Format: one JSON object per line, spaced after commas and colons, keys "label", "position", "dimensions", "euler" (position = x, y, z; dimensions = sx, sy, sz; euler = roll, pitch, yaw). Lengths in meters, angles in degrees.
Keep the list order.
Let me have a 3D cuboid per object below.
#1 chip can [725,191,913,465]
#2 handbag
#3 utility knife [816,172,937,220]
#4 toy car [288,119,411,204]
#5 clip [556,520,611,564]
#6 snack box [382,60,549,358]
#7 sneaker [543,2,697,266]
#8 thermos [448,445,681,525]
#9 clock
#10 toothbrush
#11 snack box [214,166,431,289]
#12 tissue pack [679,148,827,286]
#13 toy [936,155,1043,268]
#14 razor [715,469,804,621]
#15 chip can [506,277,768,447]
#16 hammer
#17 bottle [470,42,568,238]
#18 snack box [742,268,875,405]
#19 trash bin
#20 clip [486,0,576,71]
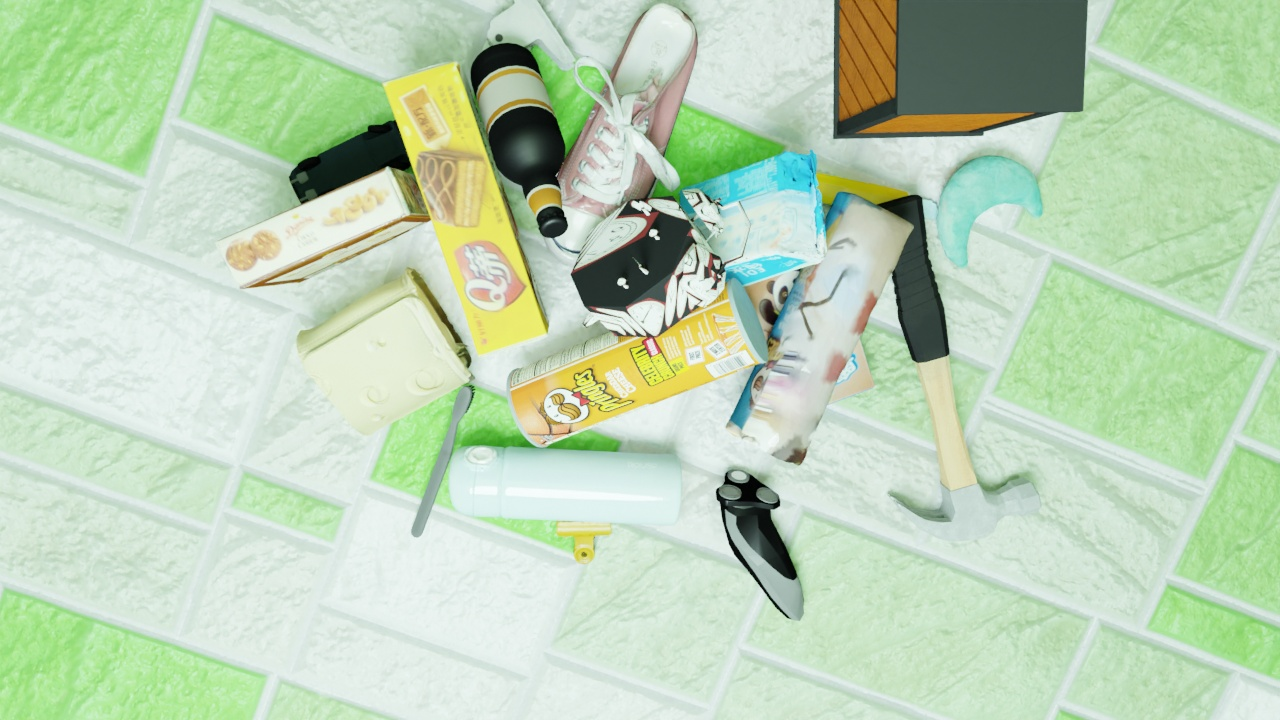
{"label": "chip can", "position": [0.153, -0.026, 0.787], "dimensions": [0.080, 0.080, 0.229], "euler": [24, 96, -6]}
{"label": "handbag", "position": [-0.218, -0.006, 0.803], "dimensions": [0.119, 0.081, 0.111], "euler": [-31, 113, -2]}
{"label": "utility knife", "position": [0.191, -0.150, 0.838], "dimensions": [0.179, 0.017, 0.030], "euler": [10, 102, -5]}
{"label": "toy car", "position": [-0.250, -0.169, 0.800], "dimensions": [0.112, 0.034, 0.046], "euler": [-25, 97, 4]}
{"label": "clip", "position": [-0.054, 0.165, 0.869], "dimensions": [0.054, 0.044, 0.049], "euler": [-2, 141, -4]}
{"label": "snack box", "position": [-0.141, -0.124, 0.775], "dimensions": [0.061, 0.110, 0.230], "euler": [-18, 99, -2]}
{"label": "sneaker", "position": [-0.015, -0.190, 0.783], "dimensions": [0.118, 0.088, 0.241], "euler": [23, 98, -7]}
{"label": "thermos", "position": [-0.068, 0.113, 0.835], "dimensions": [0.207, 0.065, 0.078], "euler": [4, 137, -4]}
{"label": "clock", "position": [0.015, -0.086, 0.735], "dimensions": [0.155, 0.114, 0.065], "euler": [-19, 140, 27]}
{"label": "toothbrush", "position": [-0.181, 0.094, 0.835], "dimensions": [0.013, 0.013, 0.168], "euler": [27, 110, 10]}
{"label": "snack box", "position": [-0.248, -0.107, 0.753], "dimensions": [0.143, 0.147, 0.041], "euler": [-24, 98, 1]}
{"label": "tissue pack", "position": [0.094, -0.113, 0.777], "dimensions": [0.061, 0.145, 0.092], "euler": [17, 68, -45]}
{"label": "toy", "position": [0.314, -0.143, 0.841], "dimensions": [0.105, 0.033, 0.085], "euler": [-34, 110, 1]}
{"label": "razor", "position": [0.116, 0.179, 0.864], "dimensions": [0.060, 0.057, 0.156], "euler": [-11, 109, 26]}
{"label": "chip can", "position": [-0.005, 0.005, 0.787], "dimensions": [0.215, 0.075, 0.075], "euler": [-22, 99, 18]}
{"label": "hammer", "position": [0.272, 0.012, 0.851], "dimensions": [0.131, 0.039, 0.328], "euler": [-16, 101, 1]}
{"label": "bottle", "position": [-0.092, -0.176, 0.747], "dimensions": [0.059, 0.059, 0.181], "euler": [-19, 62, -1]}
{"label": "snack box", "position": [0.149, -0.032, 0.844], "dimensions": [0.087, 0.034, 0.151], "euler": [-20, 99, 0]}
{"label": "trash bin", "position": [0.250, -0.262, 0.747], "dimensions": [0.139, 0.171, 0.140], "euler": [-2, 98, -3]}
{"label": "clip", "position": [-0.107, -0.289, 0.806], "dimensions": [0.058, 0.050, 0.102], "euler": [-32, 98, 8]}
